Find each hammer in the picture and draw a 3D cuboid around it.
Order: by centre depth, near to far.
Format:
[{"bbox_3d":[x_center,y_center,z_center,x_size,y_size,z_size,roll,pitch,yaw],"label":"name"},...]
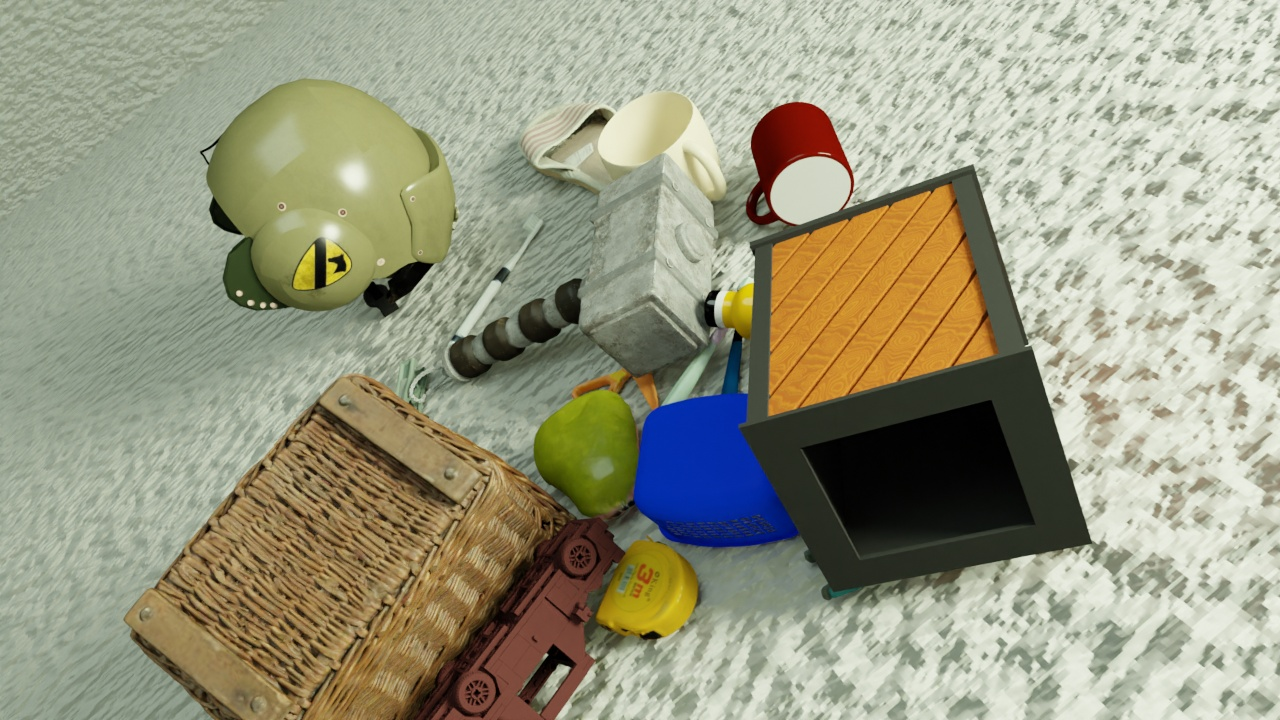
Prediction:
[{"bbox_3d":[-0.082,-0.039,0.813,0.327,0.079,0.176,-24,41,31],"label":"hammer"}]

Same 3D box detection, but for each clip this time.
[{"bbox_3d":[-0.224,0.034,0.890,0.023,0.044,0.076,-23,42,23],"label":"clip"}]

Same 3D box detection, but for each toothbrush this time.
[{"bbox_3d":[0.074,0.002,0.715,0.014,0.014,0.167,-11,48,29],"label":"toothbrush"},{"bbox_3d":[0.048,0.000,0.718,0.022,0.015,0.154,31,81,27],"label":"toothbrush"},{"bbox_3d":[-0.153,-0.081,0.954,0.012,0.017,0.186,-12,43,56],"label":"toothbrush"}]

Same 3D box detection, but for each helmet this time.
[{"bbox_3d":[-0.302,-0.152,0.927,0.233,0.255,0.250,-41,41,1],"label":"helmet"}]

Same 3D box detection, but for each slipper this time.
[{"bbox_3d":[-0.064,-0.238,1.012,0.115,0.052,0.263,-43,41,-8],"label":"slipper"}]

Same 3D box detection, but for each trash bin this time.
[{"bbox_3d":[0.152,0.010,0.531,0.140,0.140,0.171,-17,35,22],"label":"trash bin"}]

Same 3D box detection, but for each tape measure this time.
[{"bbox_3d":[0.009,0.151,0.606,0.059,0.030,0.068,5,62,40],"label":"tape measure"}]

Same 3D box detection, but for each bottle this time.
[{"bbox_3d":[0.118,-0.034,0.673,0.144,0.043,0.043,5,55,26],"label":"bottle"}]

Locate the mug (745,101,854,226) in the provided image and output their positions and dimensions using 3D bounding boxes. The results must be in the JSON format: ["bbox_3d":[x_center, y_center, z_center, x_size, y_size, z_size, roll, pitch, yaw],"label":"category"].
[{"bbox_3d":[0.127,-0.157,0.790,0.106,0.073,0.082,-48,31,34],"label":"mug"}]

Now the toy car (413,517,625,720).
[{"bbox_3d":[-0.069,0.182,0.583,0.169,0.062,0.070,-51,12,-24],"label":"toy car"}]

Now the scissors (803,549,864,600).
[{"bbox_3d":[0.166,0.096,0.555,0.146,0.019,0.133,6,51,45],"label":"scissors"}]

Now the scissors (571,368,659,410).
[{"bbox_3d":[-0.003,0.001,0.772,0.125,0.011,0.131,-20,43,21],"label":"scissors"}]

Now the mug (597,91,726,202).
[{"bbox_3d":[0.032,-0.176,0.846,0.120,0.100,0.096,27,72,41],"label":"mug"}]

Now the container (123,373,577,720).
[{"bbox_3d":[-0.185,0.139,0.603,0.162,0.183,0.249,31,71,18],"label":"container"}]

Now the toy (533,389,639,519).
[{"bbox_3d":[-0.037,0.075,0.697,0.090,0.051,0.110,-35,43,7],"label":"toy"}]

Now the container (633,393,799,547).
[{"bbox_3d":[0.053,0.071,0.617,0.114,0.058,0.096,-8,58,29],"label":"container"}]
